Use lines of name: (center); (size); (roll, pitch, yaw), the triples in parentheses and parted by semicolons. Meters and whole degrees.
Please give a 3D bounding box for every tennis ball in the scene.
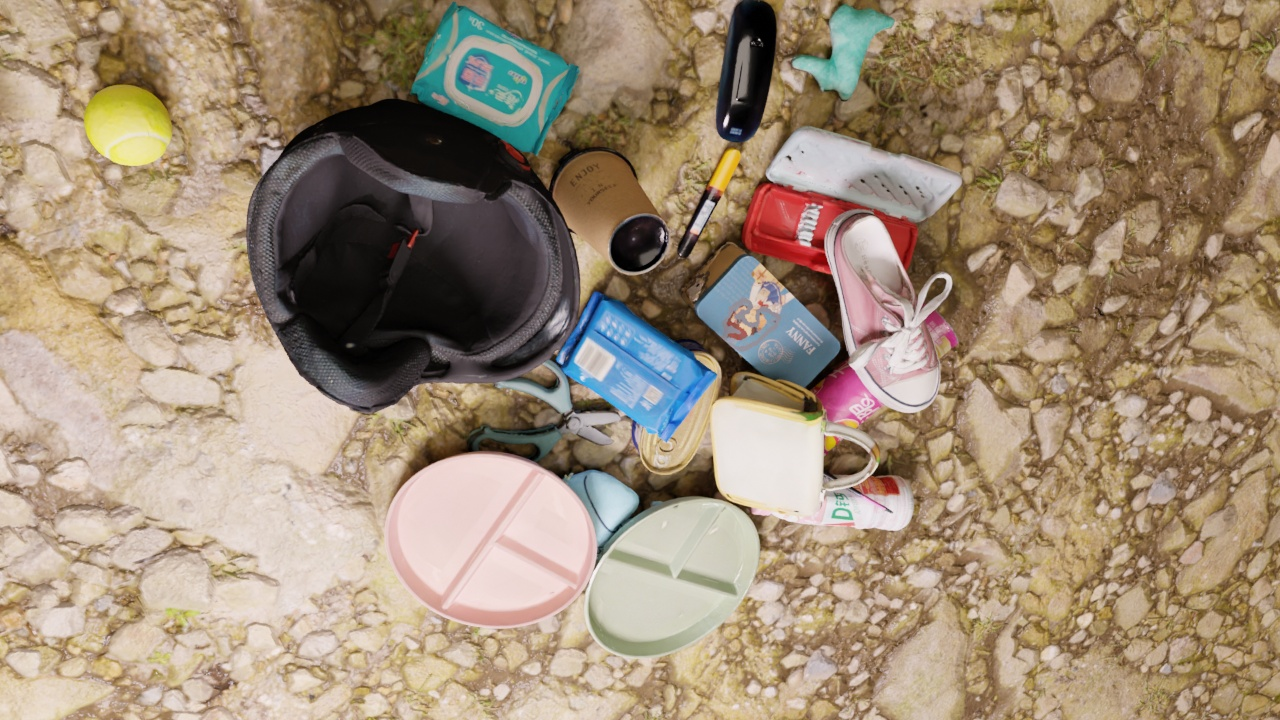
tennis ball: (-0.428, -0.196, 0.768); (0.065, 0.065, 0.065); (-6, 113, -14)

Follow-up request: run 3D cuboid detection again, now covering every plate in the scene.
plate: (-0.161, 0.194, 0.997); (0.229, 0.028, 0.230); (1, 116, 1)
plate: (0.037, 0.254, 1.079); (0.229, 0.027, 0.230); (-12, 121, -21)

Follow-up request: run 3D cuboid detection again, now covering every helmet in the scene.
helmet: (-0.187, -0.099, 0.786); (0.274, 0.229, 0.234); (20, 119, -21)

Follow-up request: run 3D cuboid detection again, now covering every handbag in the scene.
handbag: (0.170, 0.097, 0.994); (0.179, 0.063, 0.164); (13, 134, 24)

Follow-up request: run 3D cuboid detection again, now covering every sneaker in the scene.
sneaker: (0.260, -0.040, 0.948); (0.118, 0.087, 0.241); (-24, 113, 0)

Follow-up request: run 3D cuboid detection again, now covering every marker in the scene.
marker: (0.070, -0.163, 0.953); (0.018, 0.015, 0.124); (20, 107, -21)

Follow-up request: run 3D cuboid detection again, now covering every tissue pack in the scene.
tissue pack: (-0.006, 0.006, 0.948); (0.157, 0.052, 0.095); (35, 101, 14)
tissue pack: (-0.132, -0.255, 0.837); (0.133, 0.050, 0.093); (21, 104, -23)

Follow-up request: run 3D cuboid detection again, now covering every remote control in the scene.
remote control: (0.106, -0.284, 0.907); (0.053, 0.024, 0.136); (1, 111, -16)

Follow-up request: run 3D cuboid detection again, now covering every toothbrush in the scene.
toothbrush: (0.215, 0.130, 1.076); (0.189, 0.014, 0.018); (29, 95, 1)

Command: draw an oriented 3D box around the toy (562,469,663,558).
toy: (-0.045, 0.176, 1.039); (0.161, 0.049, 0.156); (-16, 122, -7)

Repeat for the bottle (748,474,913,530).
bottle: (0.227, 0.169, 1.107); (0.196, 0.068, 0.068); (4, 110, -14)

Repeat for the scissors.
scissors: (-0.102, 0.047, 0.988); (0.176, 0.019, 0.172); (-7, 113, -11)

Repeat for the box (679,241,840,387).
box: (0.134, -0.040, 0.995); (0.184, 0.063, 0.090); (38, 98, -24)

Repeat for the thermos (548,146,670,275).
thermos: (-0.028, -0.141, 0.869); (0.093, 0.143, 0.093); (-12, 126, -18)

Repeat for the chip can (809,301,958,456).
chip can: (0.259, 0.023, 1.051); (0.210, 0.071, 0.071); (-41, 116, 3)

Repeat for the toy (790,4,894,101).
toy: (0.201, -0.310, 0.922); (0.096, 0.030, 0.092); (8, 107, -13)

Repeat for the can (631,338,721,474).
can: (0.037, 0.050, 1.011); (0.074, 0.049, 0.148); (12, 108, -20)

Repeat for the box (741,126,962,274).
box: (0.219, -0.163, 0.970); (0.201, 0.063, 0.161); (11, 126, -19)
